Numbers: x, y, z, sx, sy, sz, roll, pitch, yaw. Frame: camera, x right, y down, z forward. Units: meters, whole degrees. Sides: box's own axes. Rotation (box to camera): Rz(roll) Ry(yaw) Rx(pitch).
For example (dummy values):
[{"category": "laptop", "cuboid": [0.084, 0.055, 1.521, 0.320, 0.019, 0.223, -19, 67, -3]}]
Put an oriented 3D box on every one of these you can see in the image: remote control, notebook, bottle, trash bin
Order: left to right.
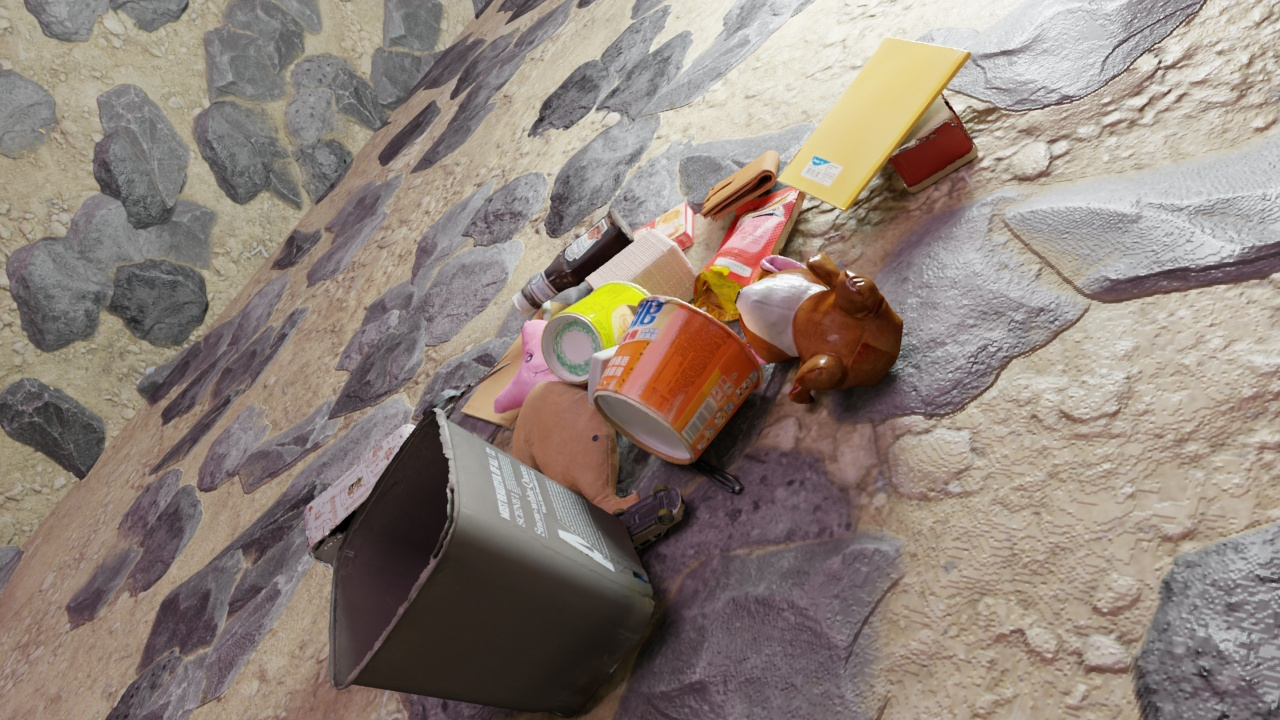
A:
[{"category": "trash bin", "cuboid": [-0.127, 0.190, 0.804, 0.199, 0.219, 0.199, -55, 28, 15]}, {"category": "notebook", "cuboid": [-0.155, 0.002, 1.288, 0.150, 0.012, 0.211, 9, 59, 53]}, {"category": "bottle", "cuboid": [-0.098, -0.133, 1.297, 0.195, 0.044, 0.079, -37, 31, 12]}, {"category": "remote control", "cuboid": [-0.006, 0.006, 0.999, 0.021, 0.058, 0.149, 16, 21, 31]}, {"category": "notebook", "cuboid": [0.251, -0.266, 1.015, 0.206, 0.010, 0.146, -52, 32, 6]}]

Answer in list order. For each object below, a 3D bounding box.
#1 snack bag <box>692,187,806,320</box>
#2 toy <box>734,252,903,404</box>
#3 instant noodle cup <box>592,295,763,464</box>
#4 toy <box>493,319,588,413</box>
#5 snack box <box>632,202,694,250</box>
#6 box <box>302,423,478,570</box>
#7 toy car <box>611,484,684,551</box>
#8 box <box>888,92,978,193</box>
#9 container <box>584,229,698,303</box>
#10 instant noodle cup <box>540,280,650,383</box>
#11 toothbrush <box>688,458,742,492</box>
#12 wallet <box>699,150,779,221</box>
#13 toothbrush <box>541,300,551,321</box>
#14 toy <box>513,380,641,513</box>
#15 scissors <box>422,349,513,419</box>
[{"category": "snack bag", "cuboid": [0.131, -0.142, 1.087, 0.129, 0.073, 0.207, -24, 29, 47]}, {"category": "toy", "cuboid": [0.154, -0.036, 0.889, 0.140, 0.130, 0.199, -66, 23, 7]}, {"category": "instant noodle cup", "cuboid": [0.031, 0.025, 0.912, 0.152, 0.151, 0.111, 7, 57, 52]}, {"category": "toy", "cuboid": [-0.112, 0.003, 1.169, 0.194, 0.074, 0.178, -43, 46, -3]}, {"category": "snack box", "cuboid": [0.006, -0.156, 1.276, 0.153, 0.025, 0.075, -27, 36, 25]}, {"category": "box", "cuboid": [-0.296, 0.158, 1.122, 0.181, 0.158, 0.205, -40, 31, 7]}, {"category": "toy car", "cuboid": [0.006, 0.157, 0.898, 0.091, 0.035, 0.042, -34, 34, 17]}, {"category": "box", "cuboid": [0.303, -0.274, 1.028, 0.091, 0.077, 0.168, -32, 34, 21]}, {"category": "container", "cuboid": [0.008, -0.096, 1.146, 0.111, 0.090, 0.090, -41, 31, -2]}, {"category": "instant noodle cup", "cuboid": [-0.048, -0.025, 1.033, 0.112, 0.111, 0.123, -23, 3, 30]}, {"category": "toothbrush", "cuboid": [0.048, 0.099, 0.939, 0.015, 0.018, 0.181, -44, 32, -12]}, {"category": "wallet", "cuboid": [0.130, -0.225, 1.181, 0.108, 0.031, 0.131, -30, 14, 22]}, {"category": "toothbrush", "cuboid": [-0.133, -0.066, 1.315, 0.189, 0.029, 0.020, -107, 27, -59]}, {"category": "toy", "cuboid": [-0.070, 0.098, 1.000, 0.226, 0.082, 0.143, 24, 113, 55]}, {"category": "scissors", "cuboid": [-0.222, 0.040, 1.169, 0.163, 0.014, 0.165, -48, -9, 3]}]
